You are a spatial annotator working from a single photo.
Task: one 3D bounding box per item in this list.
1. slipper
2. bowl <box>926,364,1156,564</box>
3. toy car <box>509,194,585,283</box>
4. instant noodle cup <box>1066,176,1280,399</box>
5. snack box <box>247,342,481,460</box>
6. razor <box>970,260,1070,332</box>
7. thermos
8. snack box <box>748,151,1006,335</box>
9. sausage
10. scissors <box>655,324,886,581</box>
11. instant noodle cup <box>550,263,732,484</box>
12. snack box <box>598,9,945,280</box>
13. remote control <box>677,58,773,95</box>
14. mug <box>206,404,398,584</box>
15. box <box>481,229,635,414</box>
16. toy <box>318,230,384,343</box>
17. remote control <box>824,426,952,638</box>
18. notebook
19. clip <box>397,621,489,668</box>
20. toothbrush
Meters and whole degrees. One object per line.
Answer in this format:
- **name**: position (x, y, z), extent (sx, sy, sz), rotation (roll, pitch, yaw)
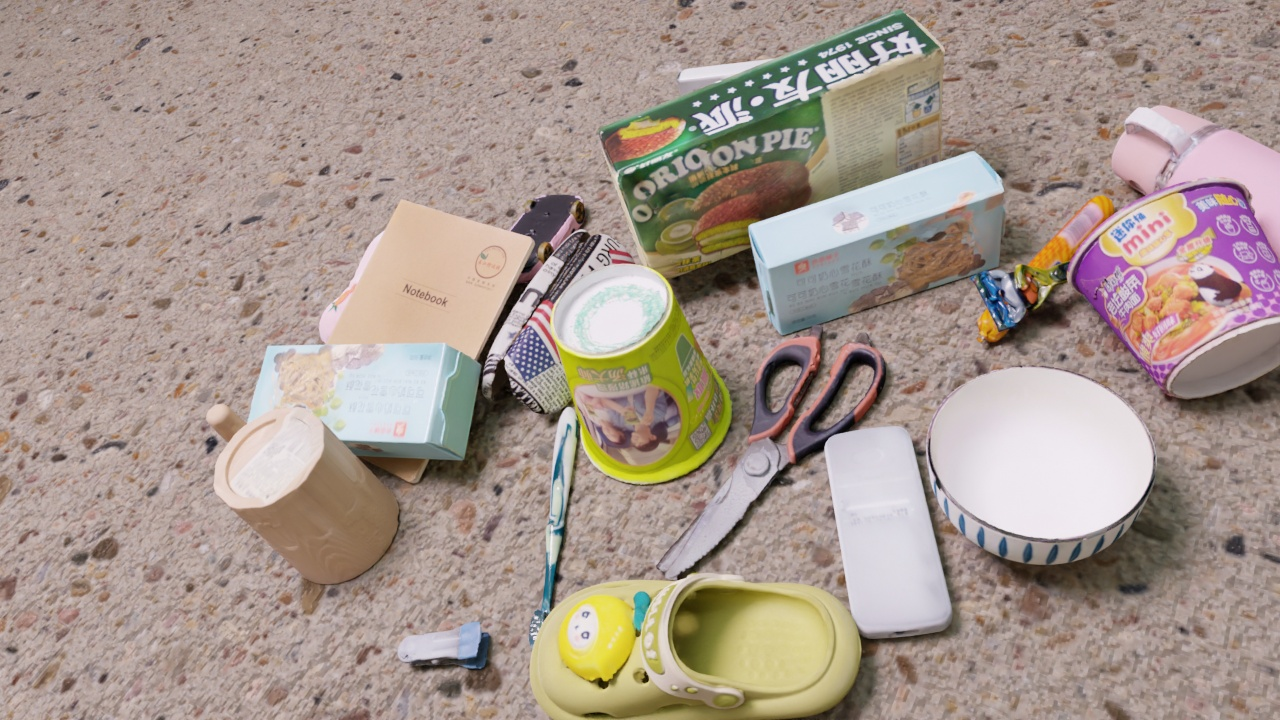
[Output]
- **slipper**: position (0.024, 0.152, 0.512), extent (0.191, 0.082, 0.091), rotation (-6, 47, 13)
- **bowl**: position (0.224, 0.067, 0.526), extent (0.116, 0.066, 0.116), rotation (-9, 49, 10)
- **toy car**: position (-0.087, -0.104, 0.794), extent (0.056, 0.037, 0.122), rotation (7, 41, 19)
- **instant noodle cup**: position (0.335, -0.038, 0.555), extent (0.111, 0.112, 0.099), rotation (-16, 55, 5)
- **snack box**: position (-0.207, 0.030, 0.681), extent (0.175, 0.051, 0.074), rotation (-1, 70, 24)
- **razor**: position (0.295, -0.061, 0.622), extent (0.142, 0.022, 0.042), rotation (-19, 79, -14)
- **thermos**: position (0.404, -0.106, 0.599), extent (0.067, 0.087, 0.198), rotation (-49, 49, 14)
- **snack box**: position (0.170, -0.083, 0.663), extent (0.175, 0.074, 0.051), rotation (-18, 49, 3)
- **sausage**: position (0.286, -0.066, 0.646), extent (0.165, 0.021, 0.021), rotation (-42, 51, -17)
- **scissors**: position (0.076, 0.055, 0.620), extent (0.209, 0.015, 0.185), rotation (-18, 50, 3)
- **instant noodle cup**: position (-0.004, 0.004, 0.615), extent (0.112, 0.123, 0.111), rotation (-9, 49, 11)
- **snack box**: position (0.099, -0.153, 0.672), extent (0.240, 0.114, 0.063), rotation (-22, 50, 1)
- **remote control**: position (0.099, -0.249, 0.842), extent (0.125, 0.049, 0.024), rotation (-1, 54, 18)
- **mug**: position (-0.241, 0.085, 0.640), extent (0.125, 0.104, 0.084), rotation (28, 65, 34)
- **box**: position (-0.055, -0.030, 0.708), extent (0.087, 0.076, 0.162), rotation (26, 58, 11)
- **toy**: position (-0.202, -0.062, 0.787), extent (0.121, 0.054, 0.159), rotation (31, 74, 32)
- **remote control**: position (0.147, 0.100, 0.554), extent (0.056, 0.020, 0.135), rotation (-11, 49, 11)
- **notebook**: position (-0.185, -0.022, 0.727), extent (0.148, 0.008, 0.207), rotation (20, 79, 28)
- **clip**: position (-0.124, 0.182, 0.579), extent (0.058, 0.038, 0.026), rotation (-9, 51, 10)
- **toothbrush**: position (-0.058, 0.108, 0.618), extent (0.016, 0.018, 0.191), rotation (-7, 50, 13)
